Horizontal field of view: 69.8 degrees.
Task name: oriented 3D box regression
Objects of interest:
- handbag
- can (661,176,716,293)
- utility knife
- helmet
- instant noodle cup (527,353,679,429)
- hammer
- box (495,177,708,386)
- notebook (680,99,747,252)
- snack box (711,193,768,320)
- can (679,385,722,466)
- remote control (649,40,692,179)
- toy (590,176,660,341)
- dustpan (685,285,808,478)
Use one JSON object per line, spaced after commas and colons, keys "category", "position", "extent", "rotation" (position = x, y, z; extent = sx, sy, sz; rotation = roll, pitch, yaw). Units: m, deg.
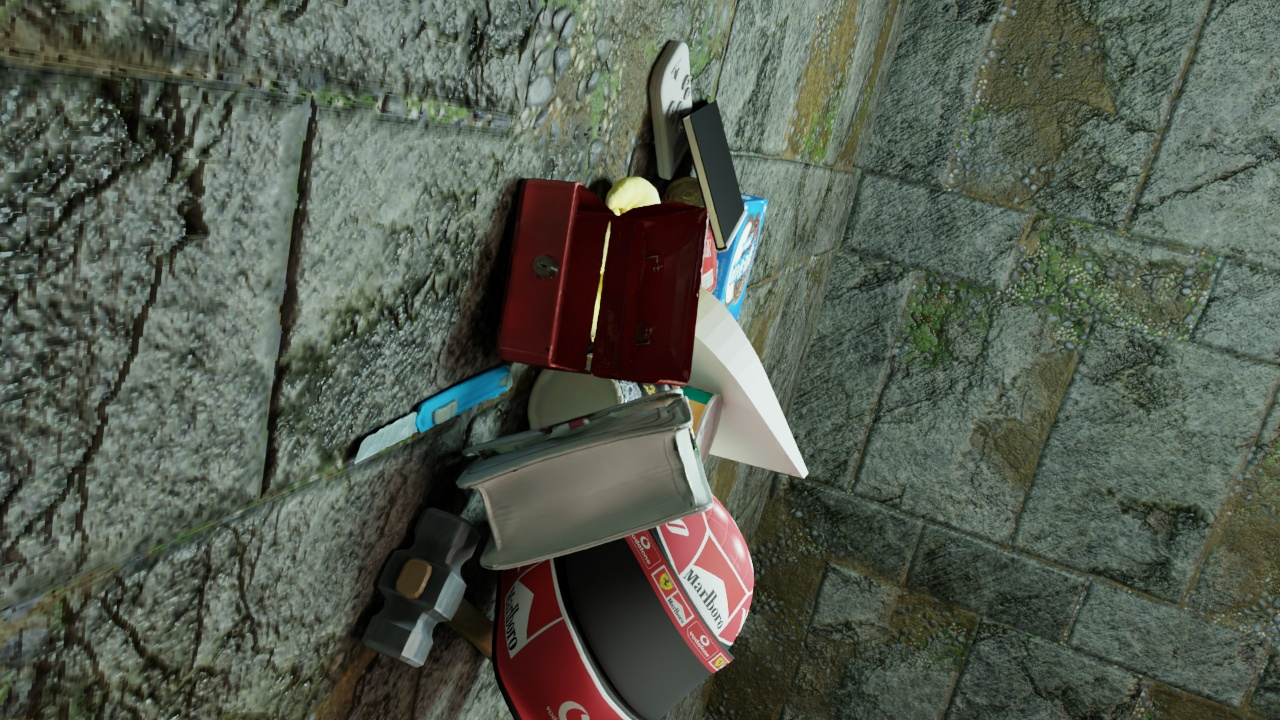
{"category": "handbag", "position": [-0.045, 0.089, 0.774], "extent": [0.142, 0.198, 0.096], "rotation": [-101, 174, -79]}
{"category": "can", "position": [0.061, -0.146, 1.136], "extent": [0.170, 0.067, 0.067], "rotation": [84, 29, -55]}
{"category": "utility knife", "position": [-0.155, 0.039, 0.727], "extent": [0.224, 0.015, 0.031], "rotation": [-32, 133, -64]}
{"category": "helmet", "position": [-0.006, 0.214, 0.858], "extent": [0.198, 0.225, 0.270], "rotation": [59, 5, -16]}
{"category": "instant noodle cup", "position": [-0.042, 0.052, 0.921], "extent": [0.112, 0.137, 0.137], "rotation": [13, 95, -64]}
{"category": "hammer", "position": [-0.165, 0.241, 0.857], "extent": [0.323, 0.051, 0.117], "rotation": [80, 29, -63]}
{"category": "box", "position": [-0.050, -0.064, 0.786], "extent": [0.147, 0.156, 0.157], "rotation": [0, -97, 64]}
{"category": "notebook", "position": [0.089, -0.220, 1.067], "extent": [0.206, 0.016, 0.149], "rotation": [-58, 134, -67]}
{"category": "snack box", "position": [0.121, -0.142, 1.328], "extent": [0.238, 0.056, 0.196], "rotation": [-37, 141, -71]}
{"category": "can", "position": [0.009, 0.064, 1.053], "extent": [0.099, 0.144, 0.099], "rotation": [19, 89, -74]}
{"category": "remote control", "position": [0.037, -0.274, 1.006], "extent": [0.151, 0.019, 0.074], "rotation": [80, 32, -58]}
{"category": "toy", "position": [-0.019, -0.099, 0.934], "extent": [0.154, 0.065, 0.170], "rotation": [12, 95, -68]}
{"category": "dustpan", "position": [0.085, 0.016, 1.095], "extent": [0.053, 0.192, 0.258], "rotation": [-45, 115, -21]}
